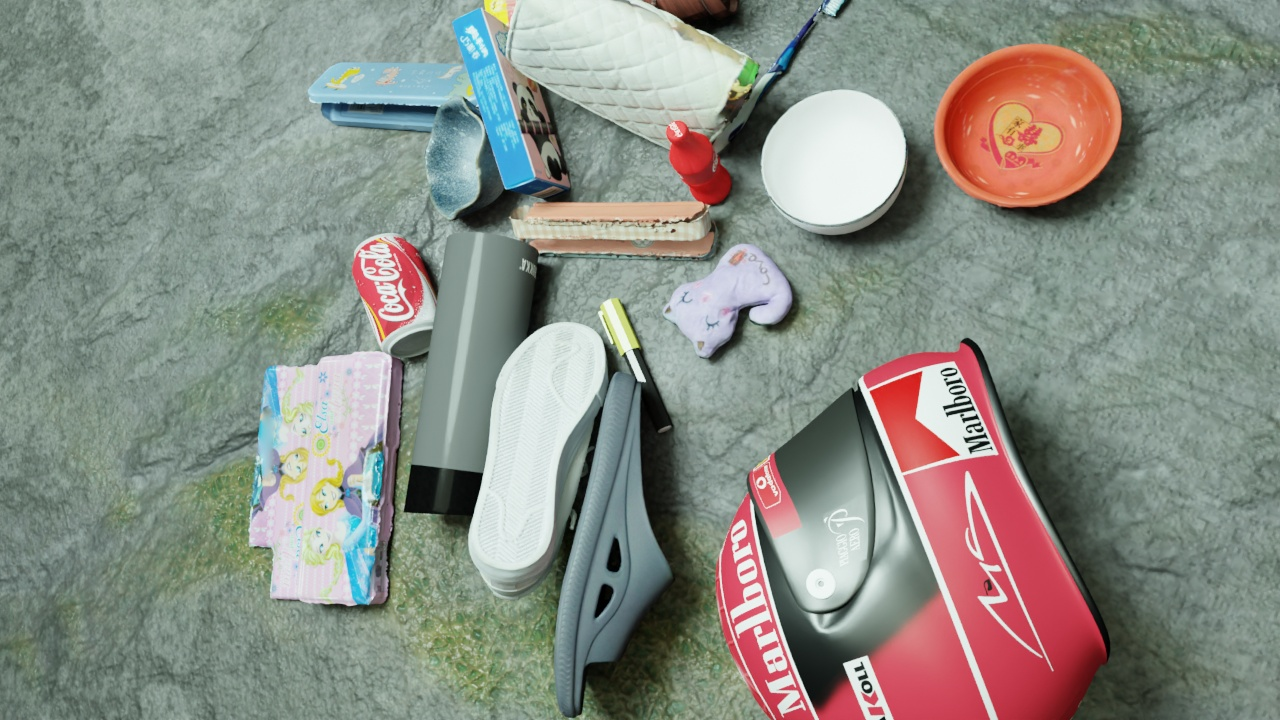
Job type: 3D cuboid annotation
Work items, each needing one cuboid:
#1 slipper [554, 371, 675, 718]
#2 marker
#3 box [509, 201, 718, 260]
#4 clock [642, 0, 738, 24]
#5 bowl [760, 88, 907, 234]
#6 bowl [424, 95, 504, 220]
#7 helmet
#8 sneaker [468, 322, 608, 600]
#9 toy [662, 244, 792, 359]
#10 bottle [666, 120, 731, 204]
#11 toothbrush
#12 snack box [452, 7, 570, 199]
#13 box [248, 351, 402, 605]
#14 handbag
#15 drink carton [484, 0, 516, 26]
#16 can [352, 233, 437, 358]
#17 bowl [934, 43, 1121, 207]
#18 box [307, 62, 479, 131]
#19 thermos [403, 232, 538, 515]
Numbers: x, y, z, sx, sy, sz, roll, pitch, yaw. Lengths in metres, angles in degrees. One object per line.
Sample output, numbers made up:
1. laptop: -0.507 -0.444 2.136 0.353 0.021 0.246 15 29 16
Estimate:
1. slipper: -0.012 0.144 0.728 0.083 0.111 0.267 10 77 0
2. marker: -0.005 0.005 0.787 0.021 0.017 0.123 -27 74 12
3. box: -0.023 -0.114 0.813 0.188 0.064 0.056 5 45 22
4. clock: 0.027 -0.360 0.795 0.072 0.120 0.157 -14 83 23
5. bowl: 0.158 -0.153 0.738 0.113 0.063 0.113 -3 79 18
6. bowl: -0.152 -0.183 0.844 0.111 0.055 0.110 2 93 51
7. helmet: 0.162 0.144 0.611 0.225 0.197 0.270 -23 65 13
8. sneaker: -0.084 0.079 0.751 0.089 0.091 0.241 11 54 1
9. toy: 0.074 -0.047 0.761 0.100 0.036 0.080 -41 69 6
10. bottle: 0.045 -0.163 0.748 0.036 0.119 0.036 -4 78 18
11. toothbrush: 0.121 -0.250 0.796 0.017 0.016 0.189 39 93 11
12. snack box: -0.112 -0.223 0.811 0.033 0.088 0.154 -18 89 16
13. box: -0.305 0.109 0.860 0.159 0.035 0.230 -3 78 18
14. handbag: -0.009 -0.248 0.746 0.195 0.139 0.072 24 83 -10
15. drink carton: -0.079 -0.331 0.864 0.135 0.043 0.058 -12 77 17
16. can: -0.224 -0.060 0.849 0.064 0.064 0.104 -29 72 11
17. bowl: 0.294 -0.173 0.706 0.131 0.045 0.130 -4 78 18
18. box: -0.230 -0.267 0.895 0.210 0.059 0.068 9 80 19
19. thermos: -0.145 0.016 0.798 0.082 0.082 0.240 4 81 19
